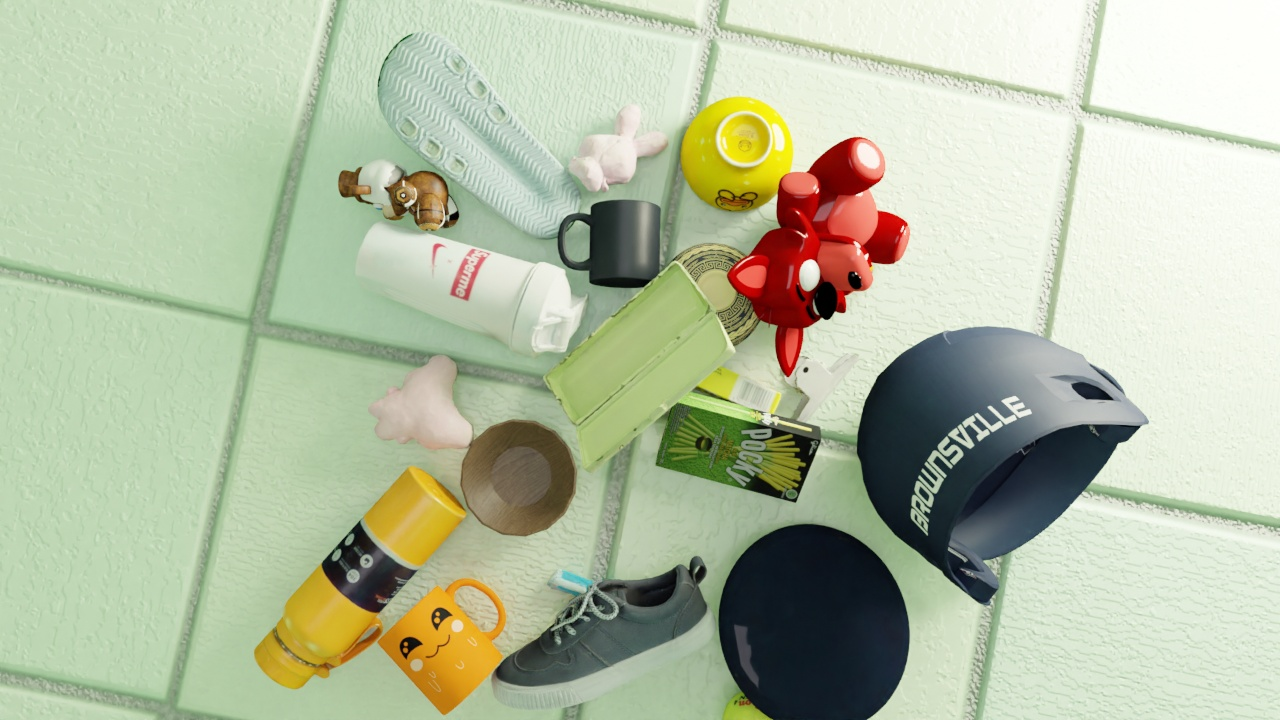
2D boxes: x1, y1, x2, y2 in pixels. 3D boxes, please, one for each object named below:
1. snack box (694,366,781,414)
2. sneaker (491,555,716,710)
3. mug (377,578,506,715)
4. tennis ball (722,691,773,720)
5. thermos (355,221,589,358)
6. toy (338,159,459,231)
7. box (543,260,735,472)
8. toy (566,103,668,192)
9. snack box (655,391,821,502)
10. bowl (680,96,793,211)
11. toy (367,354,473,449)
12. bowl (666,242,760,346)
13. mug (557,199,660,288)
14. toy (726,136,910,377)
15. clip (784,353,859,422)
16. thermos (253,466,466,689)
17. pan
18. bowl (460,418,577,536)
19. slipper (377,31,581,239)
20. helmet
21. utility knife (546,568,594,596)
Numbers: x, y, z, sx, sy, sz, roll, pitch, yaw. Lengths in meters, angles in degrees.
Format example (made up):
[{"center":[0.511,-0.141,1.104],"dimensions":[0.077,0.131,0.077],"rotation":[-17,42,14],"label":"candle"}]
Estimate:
[{"center":[0.069,0.018,0.935],"dimensions":[0.148,0.040,0.029],"rotation":[24,85,0],"label":"snack box"},{"center":[-0.040,0.260,0.886],"dimensions":[0.235,0.089,0.087],"rotation":[-21,103,-3],"label":"sneaker"},{"center":[-0.183,0.271,0.902],"dimensions":[0.112,0.078,0.096],"rotation":[-42,88,-22],"label":"mug"},{"center":[0.113,0.358,0.902],"dimensions":[0.065,0.065,0.065],"rotation":[0,86,-1],"label":"tennis ball"},{"center":[-0.168,-0.069,0.913],"dimensions":[0.220,0.099,0.099],"rotation":[18,86,4],"label":"thermos"},{"center":[-0.245,-0.168,0.922],"dimensions":[0.113,0.087,0.067],"rotation":[4,103,6],"label":"toy"},{"center":[-0.001,0.008,0.889],"dimensions":[0.188,0.047,0.140],"rotation":[-42,47,15],"label":"box"},{"center":[-0.025,-0.214,0.947],"dimensions":[0.109,0.047,0.063],"rotation":[-43,84,-18],"label":"toy"},{"center":[0.097,0.086,0.919],"dimensions":[0.147,0.025,0.080],"rotation":[15,120,0],"label":"snack box"},{"center":[0.101,-0.216,0.937],"dimensions":[0.117,0.067,0.117],"rotation":[0,86,-1],"label":"bowl"},{"center":[-0.222,0.050,0.922],"dimensions":[0.095,0.053,0.099],"rotation":[-15,89,-9],"label":"toy"},{"center":[0.074,-0.067,0.930],"dimensions":[0.112,0.061,0.112],"rotation":[0,86,-1],"label":"bowl"},{"center":[-0.032,-0.117,0.922],"dimensions":[0.105,0.071,0.077],"rotation":[2,86,-18],"label":"mug"},{"center":[0.172,-0.103,0.892],"dimensions":[0.121,0.158,0.196],"rotation":[19,65,42],"label":"toy"},{"center":[0.175,0.019,0.949],"dimensions":[0.054,0.040,0.101],"rotation":[42,86,-17],"label":"clip"},{"center":[-0.270,0.219,0.900],"dimensions":[0.091,0.076,0.232],"rotation":[42,86,-1],"label":"thermos"},{"center":[0.155,0.331,0.873],"dimensions":[0.198,0.021,0.355],"rotation":[17,70,-7],"label":"pan"},{"center":[-0.122,0.118,0.931],"dimensions":[0.118,0.030,0.118],"rotation":[0,86,-1],"label":"bowl"},{"center":[-0.163,-0.219,0.934],"dimensions":[0.245,0.074,0.104],"rotation":[43,88,-14],"label":"slipper"},{"center":[0.328,0.082,0.855],"dimensions":[0.272,0.223,0.233],"rotation":[21,112,-27],"label":"helmet"},{"center":[-0.034,0.242,0.933],"dimensions":[0.123,0.015,0.022],"rotation":[21,98,-2],"label":"utility knife"}]
